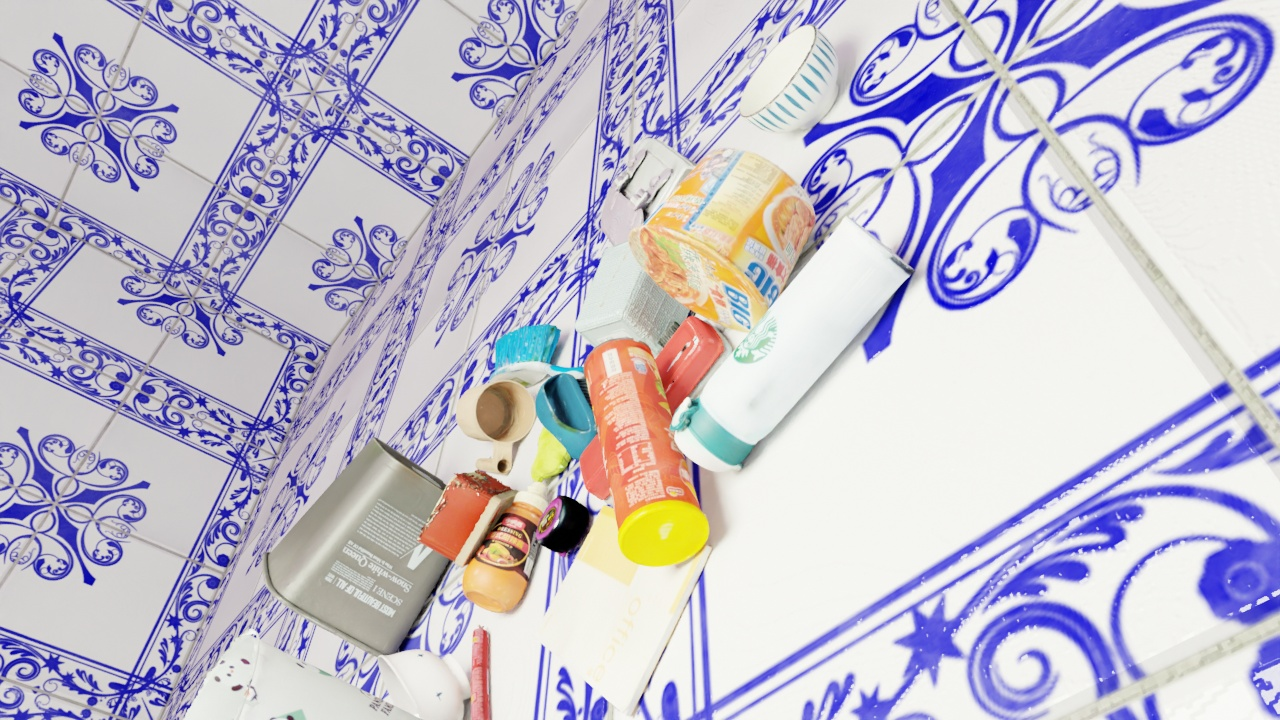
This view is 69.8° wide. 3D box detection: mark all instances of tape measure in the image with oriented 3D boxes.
[{"bbox_3d":[-0.078,0.168,0.933,0.057,0.039,0.058,-59,18,-1],"label":"tape measure"}]

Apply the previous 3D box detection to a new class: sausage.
[{"bbox_3d":[-0.164,0.326,0.935,0.020,0.020,0.155,-51,23,16],"label":"sausage"}]

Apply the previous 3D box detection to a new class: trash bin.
[{"bbox_3d":[-0.351,0.240,1.220,0.219,0.199,0.199,-55,23,-9],"label":"trash bin"},{"bbox_3d":[-0.265,0.382,0.771,0.230,0.251,0.229,-45,26,30],"label":"trash bin"}]

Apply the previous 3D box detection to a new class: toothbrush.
[{"bbox_3d":[0.077,-0.086,0.939,0.189,0.016,0.014,-53,-7,-8],"label":"toothbrush"}]

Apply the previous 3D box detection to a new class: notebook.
[{"bbox_3d":[-0.022,0.208,0.805,0.145,0.010,0.207,-62,23,-11],"label":"notebook"}]

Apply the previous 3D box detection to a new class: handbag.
[{"bbox_3d":[0.021,-0.180,1.107,0.145,0.098,0.197,-59,22,13],"label":"handbag"}]

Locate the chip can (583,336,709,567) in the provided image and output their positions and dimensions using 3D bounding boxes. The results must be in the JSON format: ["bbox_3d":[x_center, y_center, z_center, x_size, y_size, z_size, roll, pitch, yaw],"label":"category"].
[{"bbox_3d":[-0.002,0.071,0.787,0.073,0.073,0.216,-47,35,24],"label":"chip can"}]

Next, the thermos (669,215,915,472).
[{"bbox_3d":[0.112,-0.007,0.723,0.225,0.073,0.073,-51,24,17],"label":"thermos"}]

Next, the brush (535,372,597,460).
[{"bbox_3d":[-0.079,0.059,1.011,0.055,0.073,0.143,-64,30,20],"label":"brush"}]

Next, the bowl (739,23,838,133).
[{"bbox_3d":[0.166,-0.288,0.973,0.117,0.066,0.116,-45,25,28],"label":"bowl"}]

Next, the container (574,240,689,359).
[{"bbox_3d":[-0.005,-0.059,0.977,0.090,0.090,0.111,-13,44,44],"label":"container"}]

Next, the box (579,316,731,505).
[{"bbox_3d":[0.014,0.049,0.905,0.201,0.047,0.086,-53,22,12],"label":"box"}]

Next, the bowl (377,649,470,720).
[{"bbox_3d":[-0.212,0.340,0.940,0.064,0.118,0.118,-25,7,-29],"label":"bowl"}]

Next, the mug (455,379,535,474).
[{"bbox_3d":[-0.199,0.090,1.243,0.104,0.084,0.124,-8,80,63],"label":"mug"}]

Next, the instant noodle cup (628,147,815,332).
[{"bbox_3d":[0.081,-0.114,0.839,0.111,0.151,0.151,-55,21,-15],"label":"instant noodle cup"}]

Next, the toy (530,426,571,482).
[{"bbox_3d":[-0.101,0.097,1.078,0.097,0.031,0.100,-54,23,5],"label":"toy"}]

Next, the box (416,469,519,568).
[{"bbox_3d":[-0.197,0.170,1.042,0.091,0.077,0.168,-60,-3,-4],"label":"box"}]

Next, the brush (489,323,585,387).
[{"bbox_3d":[-0.127,-0.001,1.236,0.315,0.060,0.109,-18,51,54],"label":"brush"}]

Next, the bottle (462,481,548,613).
[{"bbox_3d":[-0.138,0.197,0.998,0.067,0.066,0.149,-29,30,50],"label":"bottle"}]
